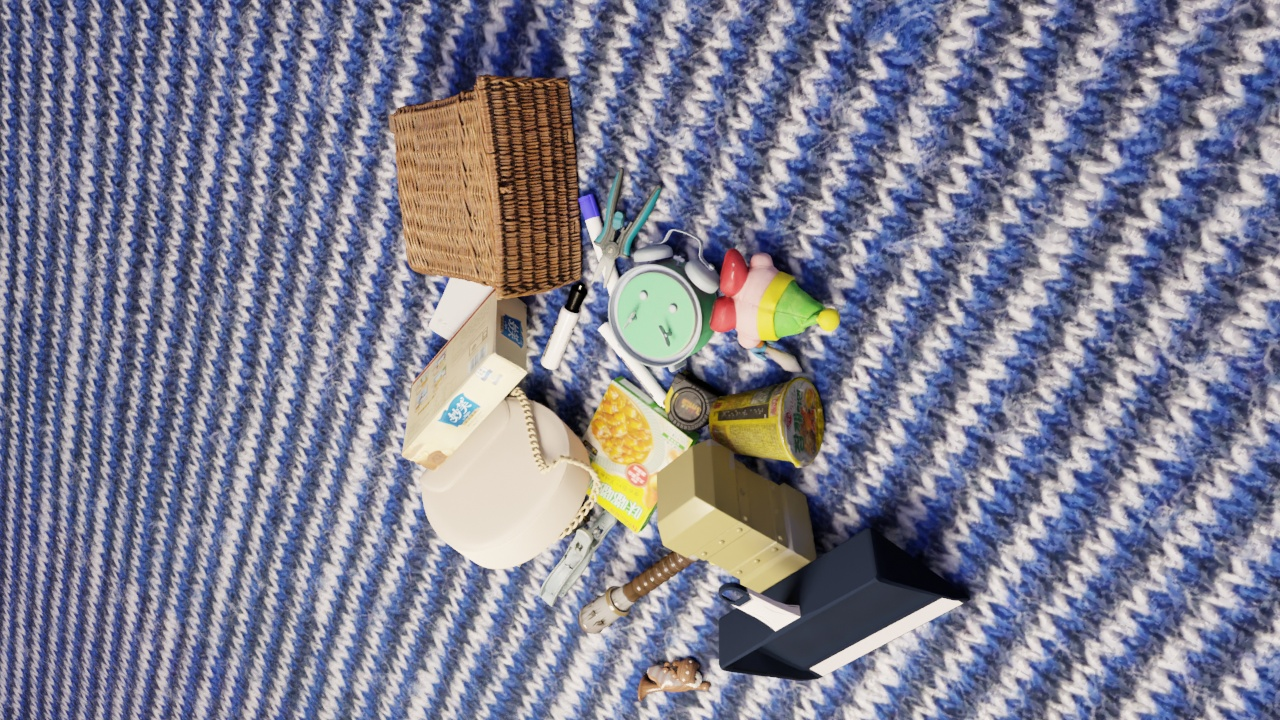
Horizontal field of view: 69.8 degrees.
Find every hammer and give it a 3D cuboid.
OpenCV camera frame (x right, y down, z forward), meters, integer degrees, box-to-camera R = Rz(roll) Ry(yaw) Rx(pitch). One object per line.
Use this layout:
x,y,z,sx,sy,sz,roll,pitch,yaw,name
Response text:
0.034,0.250,1.113,0.190,0.100,0.326,32,125,-25,hammer

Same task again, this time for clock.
0.031,-0.074,1.079,0.122,0.075,0.162,25,114,21,clock

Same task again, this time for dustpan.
0.191,0.285,1.016,0.273,0.080,0.237,35,124,-20,dustpan

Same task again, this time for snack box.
-0.228,0.024,1.196,0.055,0.153,0.208,32,118,-27,snack box
-0.015,0.123,1.191,0.132,0.027,0.168,36,119,16,snack box

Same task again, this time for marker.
-0.046,-0.135,1.137,0.020,0.020,0.141,-14,97,31,marker
-0.007,0.007,1.159,0.133,0.017,0.020,51,158,7,marker
-0.098,-0.045,1.189,0.025,0.025,0.126,33,118,17,marker

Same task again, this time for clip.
-0.081,0.267,1.261,0.028,0.107,0.164,39,123,13,clip

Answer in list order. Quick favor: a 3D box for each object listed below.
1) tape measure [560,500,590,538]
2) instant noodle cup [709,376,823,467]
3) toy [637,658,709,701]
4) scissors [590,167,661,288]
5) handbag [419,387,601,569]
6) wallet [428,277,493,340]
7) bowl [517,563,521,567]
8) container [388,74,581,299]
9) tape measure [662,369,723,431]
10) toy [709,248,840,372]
-0.108,0.206,1.259,0.072,0.042,0.071,-28,91,28,tape measure
0.142,0.073,1.055,0.108,0.102,0.102,-6,102,39,instant noodle cup
0.041,0.431,1.243,0.102,0.041,0.055,-10,121,23,toy
-0.024,-0.163,1.108,0.122,0.019,0.149,-12,101,17,scissors
-0.177,0.152,1.180,0.210,0.103,0.209,-48,49,-9,handbag
-0.232,-0.072,1.256,0.086,0.032,0.116,37,118,3,wallet
-0.196,0.225,1.288,0.118,0.118,0.074,31,75,18,bowl
-0.193,-0.210,1.120,0.183,0.161,0.250,5,106,32,container
0.064,0.054,1.122,0.067,0.038,0.063,31,109,15,tape measure
0.146,-0.052,1.017,0.131,0.096,0.124,13,103,-3,toy
